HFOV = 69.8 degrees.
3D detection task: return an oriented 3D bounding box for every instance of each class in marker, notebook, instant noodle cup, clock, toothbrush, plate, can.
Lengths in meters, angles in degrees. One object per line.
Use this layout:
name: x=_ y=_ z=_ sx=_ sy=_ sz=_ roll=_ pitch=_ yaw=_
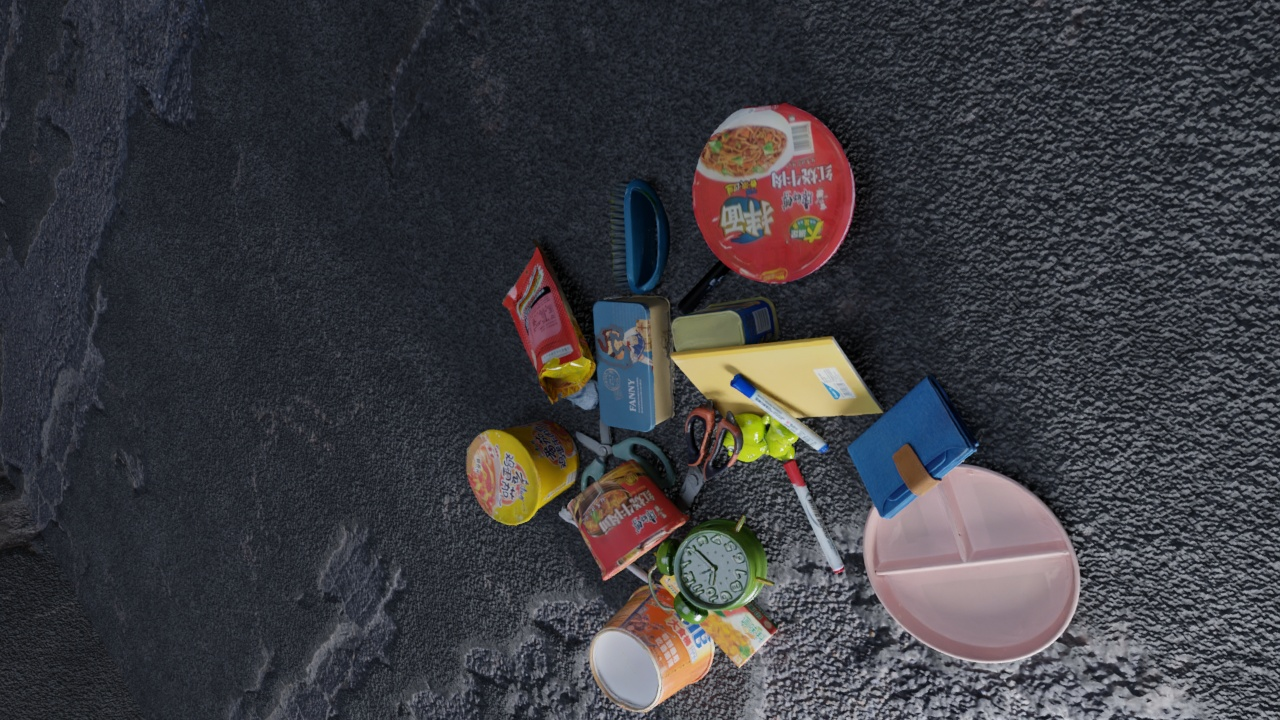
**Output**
marker: x=0.210 y=0.188 z=1.110 sx=0.017 sy=0.017 sz=0.145 roll=-27 pitch=86 yaw=37
notebook: x=0.154 y=0.026 z=1.051 sx=0.207 sy=0.010 sz=0.146 roll=-6 pitch=141 yaw=37
instant noodle cup: x=-0.161 y=0.150 z=1.309 sx=0.138 sy=0.109 sz=0.138 roll=11 pitch=109 yaw=33
marker: x=0.090 y=-0.105 z=1.115 sx=0.132 sy=0.020 sz=0.022 roll=-48 pitch=57 yaw=34
clock: x=0.083 y=0.269 z=1.170 sx=0.161 sy=0.056 sz=0.116 roll=-27 pitch=77 yaw=19
marker: x=0.163 y=0.063 z=1.064 sx=0.145 sy=0.016 sz=0.017 roll=36 pitch=127 yaw=-16
instant noodle cup: x=0.156 y=-0.186 z=1.017 sx=0.194 sy=0.065 sz=0.194 roll=11 pitch=110 yaw=33
toothbrush: x=-0.049 y=0.264 z=1.319 sx=0.180 sy=0.016 sz=0.016 roll=34 pitch=114 yaw=25
instant noodle cup: x=0.009 y=0.397 z=1.252 sx=0.151 sy=0.111 sz=0.151 roll=11 pitch=109 yaw=34
plate: x=0.358 y=0.219 z=1.005 sx=0.230 sy=0.028 sz=0.230 roll=10 pitch=107 yaw=33
can: x=0.099 y=-0.037 z=1.086 sx=0.102 sy=0.083 sz=0.057 roll=-6 pitch=99 yaw=37
instant noodle cup: x=-0.022 y=0.203 z=1.194 sx=0.108 sy=0.137 sz=0.138 roll=53 pitch=126 yaw=11

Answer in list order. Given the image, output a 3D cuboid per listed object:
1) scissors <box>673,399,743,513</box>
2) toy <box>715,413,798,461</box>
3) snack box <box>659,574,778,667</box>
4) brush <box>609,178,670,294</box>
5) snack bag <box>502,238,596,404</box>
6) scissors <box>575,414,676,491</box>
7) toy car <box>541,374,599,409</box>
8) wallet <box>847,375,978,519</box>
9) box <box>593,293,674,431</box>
scissors: x=0.065 y=0.131 z=1.172 sx=0.210 sy=0.015 sz=0.182 roll=-14 pitch=100 yaw=51
toy: x=0.142 y=0.092 z=1.118 sx=0.100 sy=0.031 sz=0.097 roll=19 pitch=134 yaw=16
snack box: x=0.102 y=0.323 z=1.217 sx=0.156 sy=0.027 sz=0.077 roll=45 pitch=122 yaw=18
brush: x=0.003 y=-0.153 z=1.142 sx=0.074 sy=0.055 sz=0.144 roll=7 pitch=106 yaw=35
snack bag: x=-0.131 y=-0.051 z=1.240 sx=0.129 sy=0.073 sz=0.207 roll=-60 pitch=43 yaw=38
scissors: x=-0.024 y=0.163 z=1.271 sx=0.170 sy=0.019 sz=0.175 roll=14 pitch=110 yaw=33
toy car: x=-0.098 y=0.035 z=1.281 sx=0.106 sy=0.031 sz=0.049 roll=19 pitch=114 yaw=30
wallet: x=0.290 y=0.096 z=0.992 sx=0.133 sy=0.040 sz=0.106 roll=-50 pitch=41 yaw=33
box: x=-0.007 y=0.007 z=1.189 sx=0.090 sy=0.063 sz=0.184 roll=4 pitch=103 yaw=36
